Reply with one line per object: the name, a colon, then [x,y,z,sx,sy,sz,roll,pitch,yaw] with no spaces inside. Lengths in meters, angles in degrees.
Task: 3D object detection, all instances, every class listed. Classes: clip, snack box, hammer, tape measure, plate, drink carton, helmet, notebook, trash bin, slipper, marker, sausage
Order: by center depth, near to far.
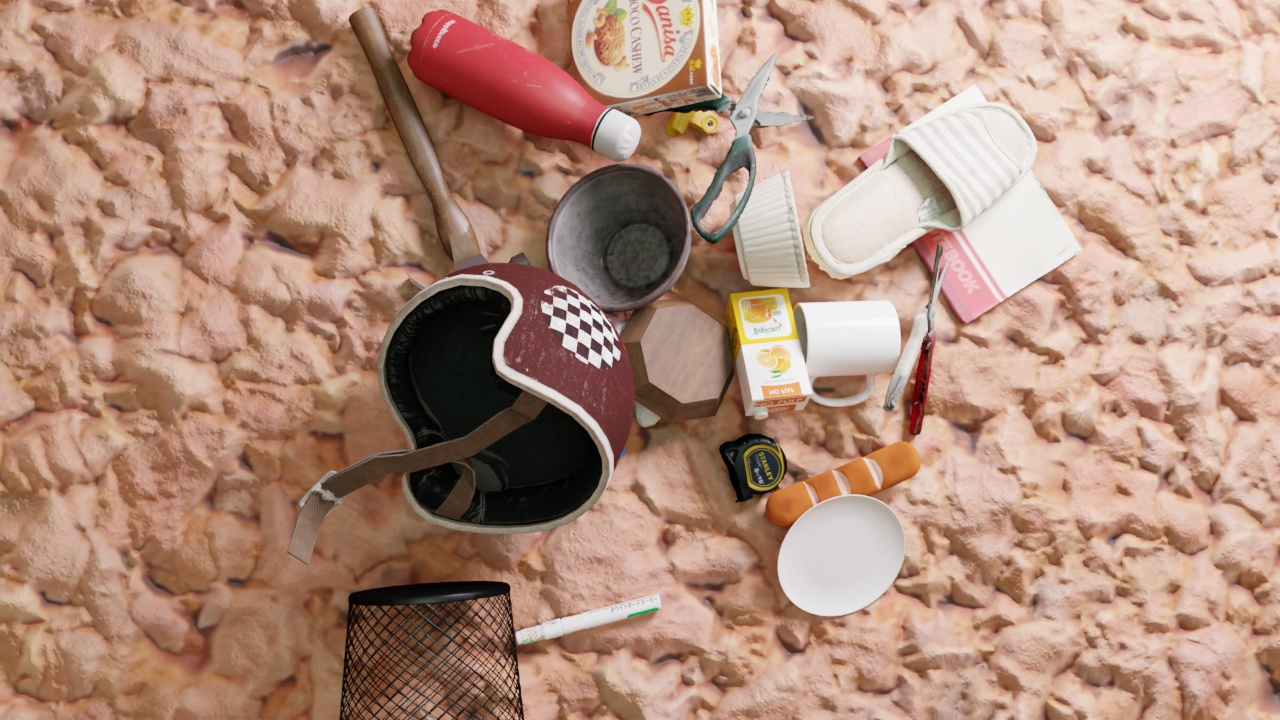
helmet: [-0.128,0.041,0.802,0.233,0.253,0.234,24,126,-22]
trash bin: [-0.187,0.311,0.823,0.184,0.184,0.210,-2,81,-4]
plate: [0.040,-0.004,0.899,0.131,0.025,0.131,6,74,-23]
drink carton: [0.125,-0.006,0.901,0.058,0.040,0.122,-6,65,-6]
snack box: [0.002,-0.319,0.903,0.147,0.041,0.143,-5,86,23]
marker: [-0.051,0.257,0.909,0.145,0.017,0.017,-13,88,-5]
plate: [0.199,0.193,0.915,0.134,0.011,0.135,-4,108,-11]
hammer: [-0.217,-0.199,0.917,0.115,0.033,0.323,-23,88,-7]
slipper: [0.284,-0.174,0.918,0.272,0.054,0.114,-30,84,-10]
sausage: [0.202,0.125,0.919,0.164,0.044,0.039,-21,63,-5]
tape measure: [0.115,0.104,0.920,0.061,0.034,0.062,-18,97,-1]
clip: [0.056,-0.251,0.939,0.048,0.046,0.054,23,83,23]
notebook: [0.345,-0.164,0.961,0.153,0.012,0.208,-32,89,-5]

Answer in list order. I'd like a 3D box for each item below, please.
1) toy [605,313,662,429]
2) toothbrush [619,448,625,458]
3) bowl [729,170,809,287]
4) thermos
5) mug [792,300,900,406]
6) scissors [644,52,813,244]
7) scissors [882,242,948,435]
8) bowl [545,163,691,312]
toy: [-0.005,0.005,0.914,0.079,0.038,0.122,-43,102,-13]
toothbrush: [-0.096,0.109,0.915,0.166,0.014,0.016,-13,88,-5]
bowl: [0.125,-0.123,0.900,0.062,0.115,0.115,-10,87,11]
thermos: [-0.109,-0.259,0.884,0.240,0.073,0.073,28,85,10]
mug: [0.202,-0.005,0.919,0.090,0.073,0.111,-2,113,-4]
scissors: [0.060,-0.221,0.897,0.205,0.015,0.201,22,82,28]
scissors: [0.275,-0.010,0.906,0.015,0.178,0.199,11,118,32]
bowl: [-0.012,-0.111,0.894,0.145,0.067,0.145,-3,79,19]
